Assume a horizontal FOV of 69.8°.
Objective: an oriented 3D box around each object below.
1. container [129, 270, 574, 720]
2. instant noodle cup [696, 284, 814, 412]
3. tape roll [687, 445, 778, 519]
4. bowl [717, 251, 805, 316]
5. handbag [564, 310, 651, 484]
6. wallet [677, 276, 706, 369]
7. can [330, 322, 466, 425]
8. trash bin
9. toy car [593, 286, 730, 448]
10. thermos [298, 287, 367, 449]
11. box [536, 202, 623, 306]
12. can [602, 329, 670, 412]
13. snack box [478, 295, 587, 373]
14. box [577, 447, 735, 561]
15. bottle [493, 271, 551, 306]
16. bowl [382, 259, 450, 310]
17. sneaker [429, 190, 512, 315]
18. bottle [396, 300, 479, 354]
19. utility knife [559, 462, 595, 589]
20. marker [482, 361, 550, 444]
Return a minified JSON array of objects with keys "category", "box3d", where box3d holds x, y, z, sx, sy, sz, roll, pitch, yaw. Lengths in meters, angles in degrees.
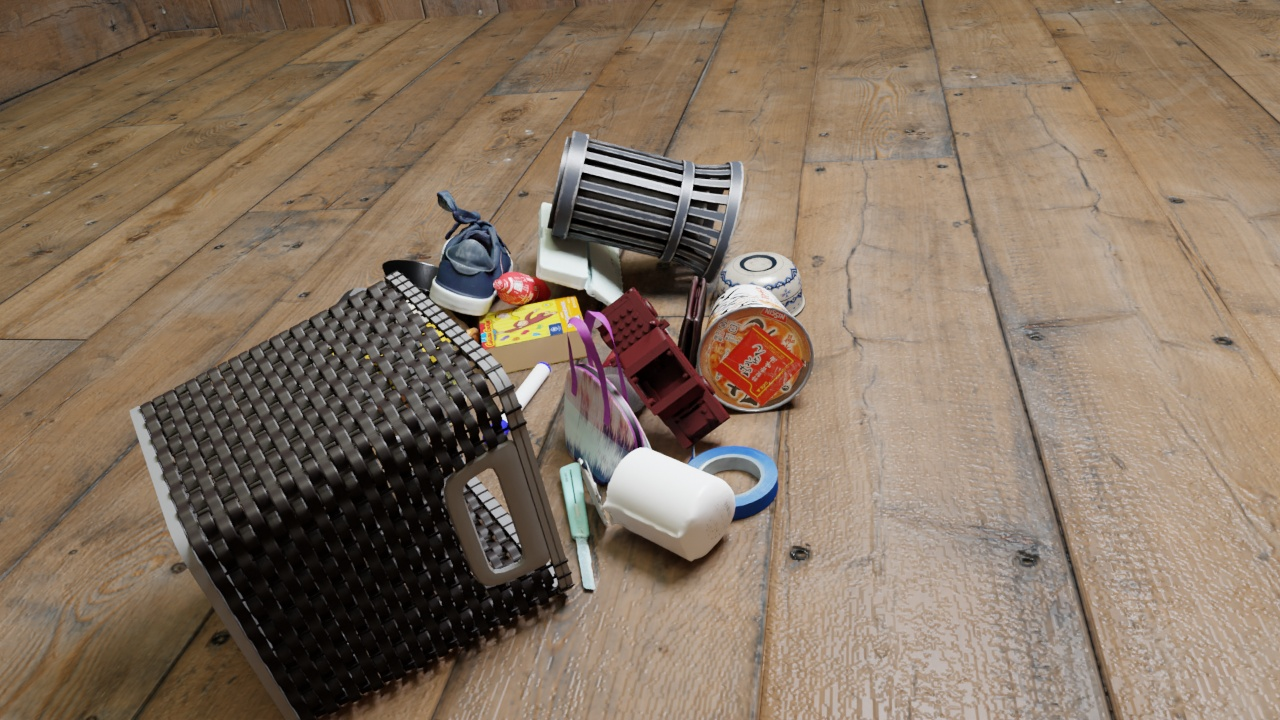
[{"category":"container","box3d":[-0.240,0.111,0.770,0.243,0.248,0.246,-28,38,-22]},{"category":"instant noodle cup","box3d":[0.123,-0.025,1.025,0.123,0.124,0.121,-5,24,4]},{"category":"tape roll","box3d":[0.087,0.118,0.894,0.093,0.016,0.091,2,34,15]},{"category":"bowl","box3d":[0.152,-0.098,1.173,0.115,0.059,0.115,-6,33,3]},{"category":"handbag","box3d":[-0.041,0.029,0.915,0.068,0.170,0.144,-24,36,-23]},{"category":"wallet","box3d":[0.052,-0.020,1.020,0.031,0.120,0.099,10,35,3]},{"category":"can","box3d":[-0.273,0.018,1.045,0.131,0.101,0.072,0,34,12]},{"category":"trash bin","box3d":[0.001,-0.208,1.210,0.227,0.165,0.164,12,33,-7]},{"category":"toy car","box3d":[0.017,0.008,0.939,0.070,0.170,0.062,-37,-6,8]},{"category":"thermos","box3d":[-0.371,0.003,1.108,0.082,0.082,0.239,-1,33,10]},{"category":"box","box3d":[-0.079,-0.146,1.251,0.136,0.043,0.196,24,30,-19]},{"category":"can","box3d":[-0.006,0.006,1.043,0.063,0.063,0.113,6,35,21]},{"category":"snack box","box3d":[-0.134,-0.032,1.149,0.125,0.040,0.088,-12,33,-6]},{"category":"box","box3d":[0.002,0.125,0.846,0.161,0.081,0.091,22,64,37]},{"category":"bottle","box3d":[-0.156,-0.091,1.185,0.042,0.042,0.141,2,-1,14]},{"category":"bowl","box3d":[-0.293,-0.089,1.244,0.124,0.053,0.124,17,18,-6]},{"category":"sneaker","box3d":[-0.223,-0.161,1.239,0.120,0.127,0.294,17,16,-10]},{"category":"bottle","box3d":[-0.259,-0.039,1.169,0.109,0.063,0.062,19,40,17]},{"category":"utility knife","box3d":[-0.058,0.156,0.873,0.022,0.015,0.168,-10,36,-5]},{"category":"marker","box3d":[-0.139,0.048,1.048,0.020,0.020,0.141,6,35,20]}]
